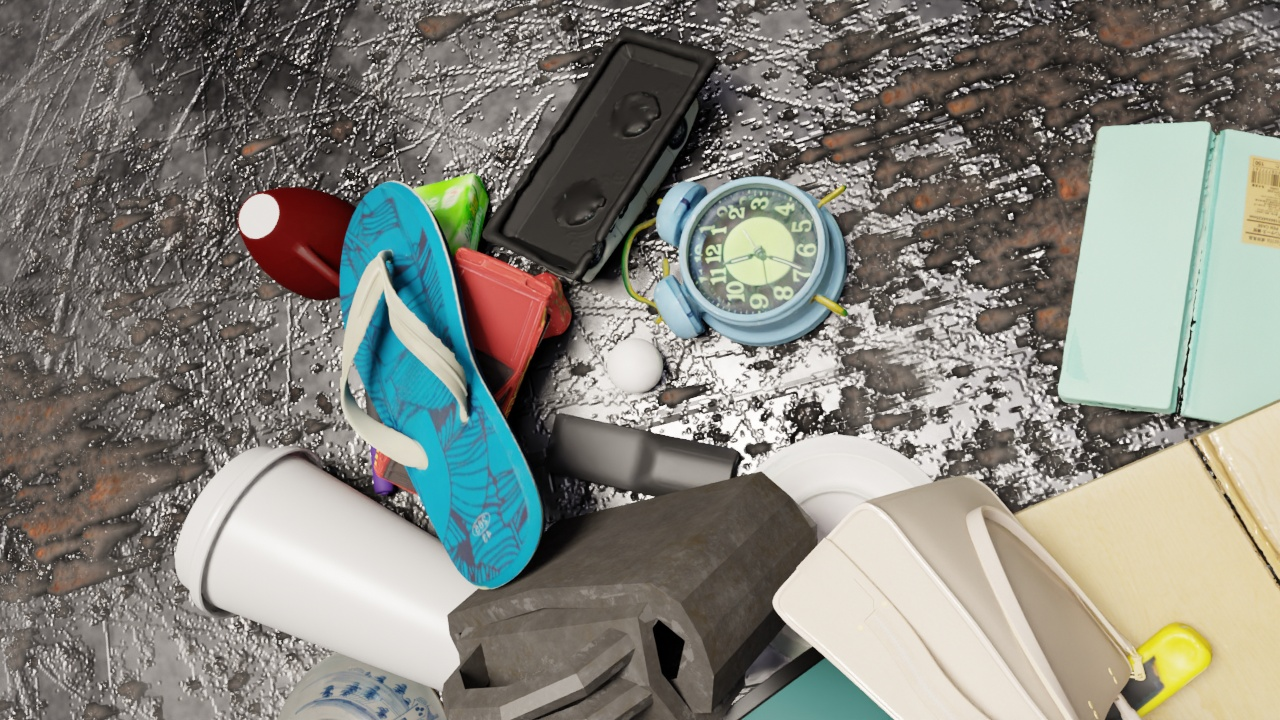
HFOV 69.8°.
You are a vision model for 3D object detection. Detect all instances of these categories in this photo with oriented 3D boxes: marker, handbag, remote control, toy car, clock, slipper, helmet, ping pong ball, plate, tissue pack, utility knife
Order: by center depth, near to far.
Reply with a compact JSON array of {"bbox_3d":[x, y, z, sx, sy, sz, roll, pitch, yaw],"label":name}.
[{"bbox_3d":[0.192,0.159,0.472,0.198,0.194,0.101,47,114,26],"label":"handbag"},{"bbox_3d":[0.087,0.302,0.517,0.275,0.176,0.200,-43,68,15],"label":"helmet"},{"bbox_3d":[-0.021,0.162,0.519,0.198,0.198,0.102,-21,95,41],"label":"handbag"},{"bbox_3d":[0.261,0.216,0.539,0.029,0.020,0.173,48,116,26],"label":"utility knife"},{"bbox_3d":[-0.149,0.010,0.584,0.118,0.060,0.294,-45,60,31],"label":"slipper"},{"bbox_3d":[0.133,0.128,0.614,0.157,0.014,0.157,-3,80,14],"label":"plate"},{"bbox_3d":[0.066,-0.070,0.645,0.162,0.060,0.118,-4,81,18],"label":"clock"},{"bbox_3d":[-0.128,0.015,0.652,0.081,0.056,0.190,23,109,-6],"label":"toy car"},{"bbox_3d":[-0.002,0.072,0.658,0.140,0.021,0.045,10,82,18],"label":"remote control"},{"bbox_3d":[-0.004,0.004,0.660,0.040,0.040,0.040,-3,79,15],"label":"ping pong ball"},{"bbox_3d":[-0.018,-0.138,0.667,0.094,0.071,0.191,26,79,31],"label":"toy car"},{"bbox_3d":[-0.171,-0.094,0.705,0.100,0.034,0.113,-12,47,14],"label":"tissue pack"},{"bbox_3d":[-0.207,0.040,0.721,0.015,0.018,0.133,-14,74,14],"label":"marker"}]

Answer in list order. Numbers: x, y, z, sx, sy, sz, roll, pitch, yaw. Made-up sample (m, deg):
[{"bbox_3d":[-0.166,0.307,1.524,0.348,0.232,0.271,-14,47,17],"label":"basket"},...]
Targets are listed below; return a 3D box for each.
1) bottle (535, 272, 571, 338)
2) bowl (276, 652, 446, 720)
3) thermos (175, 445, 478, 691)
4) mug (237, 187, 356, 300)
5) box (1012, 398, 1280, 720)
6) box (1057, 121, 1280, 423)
[{"bbox_3d":[-0.120,-0.028,0.691,0.134,0.048,0.071,-15,96,11],"label":"bottle"},{"bbox_3d":[-0.213,0.288,0.658,0.151,0.056,0.150,-3,79,15],"label":"bowl"},{"bbox_3d":[-0.197,0.155,0.649,0.222,0.131,0.131,22,86,10],"label":"thermos"},{"bbox_3d":[-0.264,-0.091,0.722,0.114,0.088,0.087,43,93,18],"label":"mug"},{"bbox_3d":[0.376,0.153,0.509,0.254,0.068,0.246,-32,72,24],"label":"box"},{"bbox_3d":[0.347,-0.055,0.577,0.139,0.052,0.187,7,83,23],"label":"box"}]
